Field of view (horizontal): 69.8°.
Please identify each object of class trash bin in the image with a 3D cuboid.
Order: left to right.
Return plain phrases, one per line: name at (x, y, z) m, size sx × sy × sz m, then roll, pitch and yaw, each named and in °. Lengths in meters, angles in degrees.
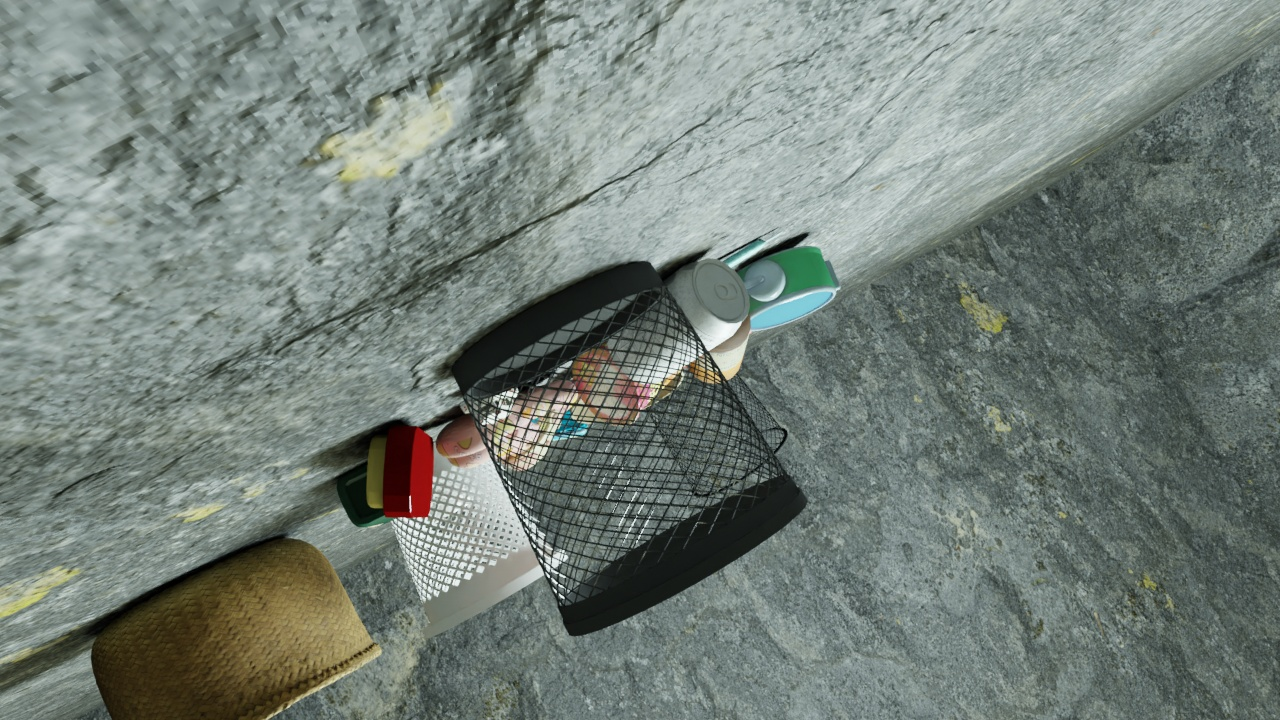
trash bin at (-0.224, 0.205, 1.142) m, size 0.195 × 0.199 × 0.195 m, roll -29°, pitch 175°, yaw -3°
trash bin at (-0.017, 0.066, 0.749) m, size 0.217 × 0.227 × 0.218 m, roll -29°, pitch 175°, yaw -3°
trash bin at (0.101, 0.081, 1.476) m, size 0.184 × 0.210 × 0.184 m, roll -34°, pitch -172°, yaw 5°

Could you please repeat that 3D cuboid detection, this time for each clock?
clock at (0.151, -0.087, 1.088) m, size 0.161 × 0.075 × 0.122 m, roll -9°, pitch 164°, yaw -39°

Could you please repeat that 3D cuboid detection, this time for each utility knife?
utility knife at (0.088, -0.099, 0.919) m, size 0.126 × 0.015 × 0.022 m, roll -32°, pitch 174°, yaw -7°

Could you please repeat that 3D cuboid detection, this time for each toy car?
toy car at (-0.143, 0.044, 0.901) m, size 0.039 × 0.039 × 0.113 m, roll -29°, pitch 175°, yaw 2°

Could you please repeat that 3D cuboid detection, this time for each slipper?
slipper at (-0.134, 0.080, 1.013) m, size 0.093 × 0.081 × 0.196 m, roll -13°, pitch -171°, yaw 37°

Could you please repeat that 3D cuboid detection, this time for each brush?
brush at (-0.230, 0.109, 0.881) m, size 0.042 × 0.082 × 0.173 m, roll 2°, pitch 170°, yaw -6°

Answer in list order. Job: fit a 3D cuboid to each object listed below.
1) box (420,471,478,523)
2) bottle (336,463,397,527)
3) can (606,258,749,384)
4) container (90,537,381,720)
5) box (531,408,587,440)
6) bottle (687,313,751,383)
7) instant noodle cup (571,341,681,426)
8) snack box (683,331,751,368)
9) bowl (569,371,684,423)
box at (-0.303, 0.198, 1.347) m, size 0.142 × 0.083 × 0.140 m, roll -36°, pitch 175°, yaw 9°
bottle at (-0.289, 0.149, 1.017) m, size 0.061 × 0.061 × 0.131 m, roll -26°, pitch 174°, yaw -10°
can at (0.034, -0.036, 0.870) m, size 0.078 × 0.078 × 0.136 m, roll -24°, pitch 173°, yaw -44°
container at (-0.506, 0.358, 1.147) m, size 0.307 × 0.196 × 0.307 m, roll -27°, pitch 176°, yaw -2°
box at (-0.133, 0.101, 1.339) m, size 0.094 × 0.041 × 0.227 m, roll -10°, pitch 175°, yaw -9°
bottle at (0.088, -0.035, 1.025) m, size 0.067 × 0.068 × 0.157 m, roll -28°, pitch 158°, yaw -13°
instant noodle cup at (-0.006, 0.006, 1.039) m, size 0.108 × 0.097 × 0.098 m, roll -36°, pitch 180°, yaw -40°
snack box at (0.093, -0.045, 1.201) m, size 0.132 × 0.021 × 0.089 m, roll -27°, pitch 143°, yaw -22°
bowl at (-0.024, 0.023, 1.166) m, size 0.152 × 0.050 × 0.152 m, roll -19°, pitch 159°, yaw -8°
